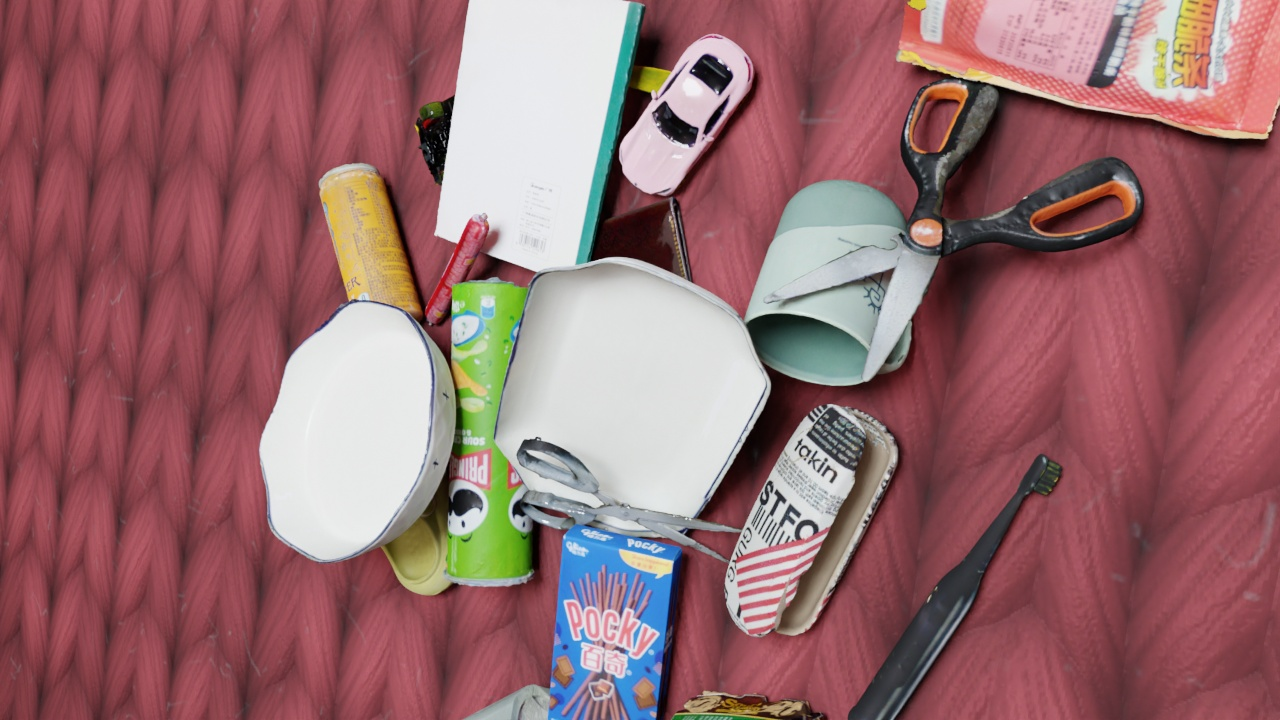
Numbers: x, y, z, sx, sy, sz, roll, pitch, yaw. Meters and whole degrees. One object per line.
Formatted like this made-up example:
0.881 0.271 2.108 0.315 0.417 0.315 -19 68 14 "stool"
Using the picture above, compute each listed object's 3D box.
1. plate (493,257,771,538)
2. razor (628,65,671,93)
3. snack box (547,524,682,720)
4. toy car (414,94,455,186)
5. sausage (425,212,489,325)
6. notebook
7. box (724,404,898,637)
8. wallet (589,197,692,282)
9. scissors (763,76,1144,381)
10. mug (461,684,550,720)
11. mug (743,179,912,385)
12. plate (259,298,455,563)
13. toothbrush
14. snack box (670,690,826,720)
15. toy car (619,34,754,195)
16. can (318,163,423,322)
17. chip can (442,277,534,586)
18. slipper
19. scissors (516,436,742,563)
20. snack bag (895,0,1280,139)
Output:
-0.011 0.029 0.616 0.162 0.034 0.266 25 138 4 "plate"
-0.014 -0.216 0.698 0.133 0.028 0.043 20 96 27 "razor"
-0.020 0.205 0.672 0.085 0.026 0.157 9 103 18 "snack box"
-0.121 -0.194 0.748 0.156 0.041 0.071 -21 90 31 "toy car"
-0.151 -0.072 0.750 0.020 0.020 0.156 62 142 16 "sausage"
-0.084 -0.176 0.699 0.150 0.012 0.209 21 109 23 "notebook"
0.115 0.107 0.612 0.074 0.079 0.164 40 112 55 "box"
-0.018 -0.062 0.701 0.122 0.020 0.096 -13 86 29 "wallet"
0.181 -0.082 0.520 0.224 0.022 0.220 5 61 8 "scissors"
-0.096 0.324 0.715 0.104 0.083 0.124 -36 99 24 "mug"
0.128 -0.043 0.572 0.082 0.111 0.106 -24 39 57 "mug"
-0.220 0.056 0.720 0.205 0.045 0.204 -13 67 33 "plate"
0.194 0.149 0.570 0.027 0.026 0.213 27 104 -8 "toothbrush"
0.060 0.292 0.600 0.118 0.105 0.117 -8 86 31 "snack box"
0.031 -0.173 0.655 0.056 0.037 0.123 39 111 4 "toy car"
-0.238 -0.096 0.808 0.058 0.058 0.146 -25 77 28 "can"
-0.118 0.055 0.727 0.072 0.072 0.236 1 89 30 "chip can"
-0.213 0.110 0.779 0.092 0.081 0.190 -29 78 24 "slipper"
-0.018 0.106 0.662 0.172 0.014 0.159 -23 120 39 "scissors"
0.259 -0.205 0.518 0.208 0.073 0.129 19 103 24 "snack bag"
